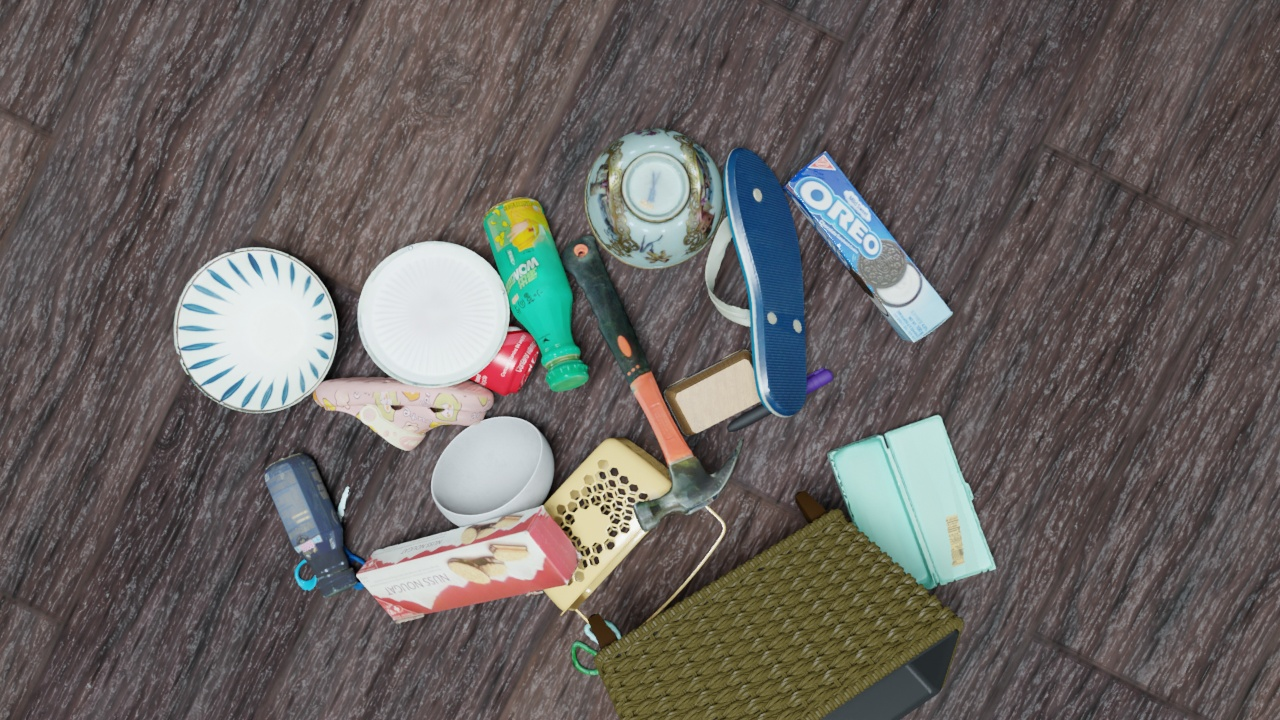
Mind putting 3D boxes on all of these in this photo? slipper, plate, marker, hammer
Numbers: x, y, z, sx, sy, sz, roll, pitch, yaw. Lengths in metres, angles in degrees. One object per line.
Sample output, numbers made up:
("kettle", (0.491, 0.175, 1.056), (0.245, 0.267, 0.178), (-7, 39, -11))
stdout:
("slipper", (-0.261, 0.059, 1.006), (0.197, 0.093, 0.081), (3, 93, 2))
("plate", (-0.216, -0.048, 0.964), (0.157, 0.014, 0.157), (1, 81, -5))
("marker", (0.157, 0.045, 1.039), (0.134, 0.015, 0.018), (-29, 64, 2))
("hammer", (-0.006, 0.006, 0.970), (0.133, 0.033, 0.333), (-23, 68, -8))
("slipper", (0.127, -0.082, 0.995), (0.060, 0.118, 0.294), (-15, 77, 44))

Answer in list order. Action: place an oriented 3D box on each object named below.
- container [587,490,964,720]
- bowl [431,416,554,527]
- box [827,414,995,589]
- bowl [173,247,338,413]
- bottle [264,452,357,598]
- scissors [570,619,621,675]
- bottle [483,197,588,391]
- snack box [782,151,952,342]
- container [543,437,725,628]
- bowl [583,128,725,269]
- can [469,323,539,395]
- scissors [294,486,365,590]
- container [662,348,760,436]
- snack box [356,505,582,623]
("container", (0.118, 0.297, 0.915), (0.320, 0.177, 0.205), (-28, 52, -13))
("bowl", (-0.154, 0.131, 1.000), (0.132, 0.131, 0.064), (-26, 134, 1))
("box", (0.305, 0.168, 1.035), (0.136, 0.033, 0.186), (-19, 92, 1))
("bowl", (-0.411, -0.033, 1.013), (0.177, 0.071, 0.177), (0, 92, 1))
("bottle", (-0.363, 0.183, 1.020), (0.056, 0.056, 0.160), (-26, 84, 1))
("scissors", (-0.016, 0.347, 1.055), (0.130, 0.014, 0.070), (29, 92, 0))
("bottle", (-0.108, -0.069, 0.984), (0.068, 0.068, 0.209), (-20, 75, 1))
("snack box", (0.249, -0.123, 1.011), (0.059, 0.059, 0.226), (-38, 92, 5))
("container", (-0.021, 0.194, 0.991), (0.167, 0.129, 0.183), (43, 92, 8))
("bowl", (0.016, -0.180, 0.992), (0.160, 0.094, 0.160), (0, 92, 1))
("can", (-0.187, -0.021, 1.009), (0.142, 0.074, 0.074), (26, 92, -1))
("scissors", (-0.342, 0.206, 1.053), (0.104, 0.015, 0.133), (16, 88, 4))
("container", (0.086, 0.037, 1.016), (0.114, 0.061, 0.063), (-27, 92, 1))
("snack box", (-0.186, 0.217, 0.956), (0.274, 0.044, 0.076), (-20, 113, 34))
